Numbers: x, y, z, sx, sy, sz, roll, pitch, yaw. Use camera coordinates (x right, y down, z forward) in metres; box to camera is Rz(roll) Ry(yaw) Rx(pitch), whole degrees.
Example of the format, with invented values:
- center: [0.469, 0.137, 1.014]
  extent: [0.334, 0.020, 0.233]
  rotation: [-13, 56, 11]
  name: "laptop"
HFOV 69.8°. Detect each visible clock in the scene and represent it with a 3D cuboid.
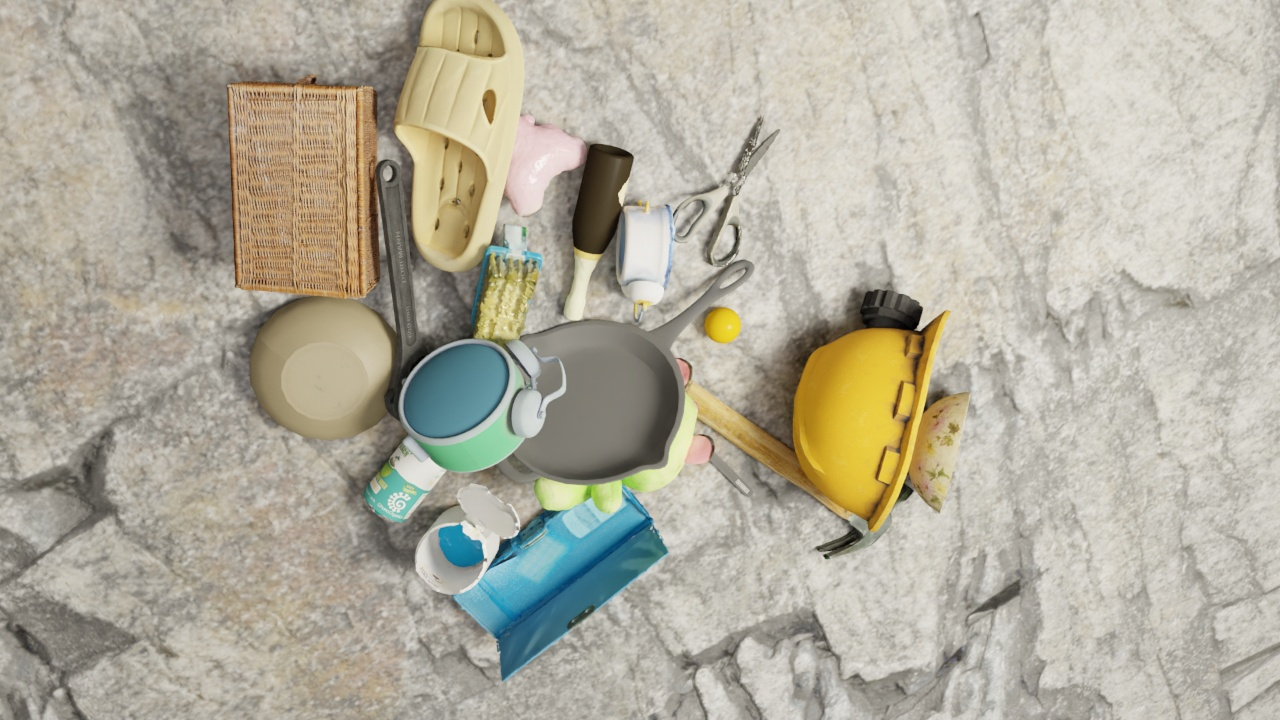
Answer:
- center: [-0.149, 0.039, 0.895]
  extent: [0.162, 0.121, 0.075]
  rotation: [-18, 141, 7]
  name: "clock"
- center: [0.004, -0.101, 0.941]
  extent: [0.052, 0.089, 0.125]
  rotation: [2, 99, -9]
  name: "clock"

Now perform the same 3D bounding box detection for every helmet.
- center: [0.237, 0.047, 1.009]
  extent: [0.131, 0.205, 0.255]
  rotation: [18, 76, 10]
  name: "helmet"

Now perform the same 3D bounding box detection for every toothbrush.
- center: [0.079, 0.107, 1.067]
  extent: [0.013, 0.013, 0.167]
  rotation: [-44, 114, 1]
  name: "toothbrush"

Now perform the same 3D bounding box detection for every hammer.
- center: [0.171, 0.123, 1.085]
  extent: [0.330, 0.033, 0.132]
  rotation: [35, 97, -20]
  name: "hammer"

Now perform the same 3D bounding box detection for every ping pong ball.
- center: [0.091, -0.039, 1.008]
  extent: [0.040, 0.040, 0.040]
  rotation: [-4, 107, -13]
  name: "ping pong ball"

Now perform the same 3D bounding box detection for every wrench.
- center: [-0.233, -0.060, 0.902]
  extent: [0.072, 0.018, 0.273]
  rotation: [-31, 128, -48]
  name: "wrench"

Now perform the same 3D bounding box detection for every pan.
- center: [-0.006, 0.005, 0.960]
  extent: [0.353, 0.216, 0.024]
  rotation: [-41, 153, -18]
  name: "pan"

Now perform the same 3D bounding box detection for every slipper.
- center: [-0.176, -0.206, 0.852]
  extent: [0.111, 0.079, 0.262]
  rotation: [14, 109, 15]
  name: "slipper"

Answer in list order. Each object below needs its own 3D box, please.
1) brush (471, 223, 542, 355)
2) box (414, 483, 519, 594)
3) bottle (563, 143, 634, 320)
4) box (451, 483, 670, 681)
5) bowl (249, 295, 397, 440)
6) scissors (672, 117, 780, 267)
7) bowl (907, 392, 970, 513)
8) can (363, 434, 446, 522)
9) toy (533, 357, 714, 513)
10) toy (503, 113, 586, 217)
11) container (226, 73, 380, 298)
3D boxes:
- center: [-0.140, -0.064, 0.928]
  extent: [0.055, 0.075, 0.136]
  rotation: [8, 136, -16]
  name: "brush"
- center: [-0.175, 0.176, 0.952]
  extent: [0.084, 0.147, 0.136]
  rotation: [44, 92, -3]
  name: "box"
- center: [-0.050, -0.126, 0.939]
  extent: [0.045, 0.045, 0.185]
  rotation: [8, 116, -16]
  name: "bottle"
- center: [-0.091, 0.232, 1.009]
  extent: [0.231, 0.112, 0.094]
  rotation: [-37, 112, -1]
  name: "box"
- center: [-0.314, 0.014, 0.919]
  extent: [0.152, 0.050, 0.152]
  rotation: [-4, 108, -13]
  name: "bowl"
- center: [0.100, -0.174, 0.983]
  extent: [0.164, 0.012, 0.150]
  rotation: [-29, 118, -16]
  name: "scissors"
- center: [0.343, 0.102, 1.086]
  extent: [0.063, 0.145, 0.145]
  rotation: [15, 106, 20]
  name: "bowl"
- center: [-0.242, 0.118, 0.967]
  extent: [0.055, 0.055, 0.101]
  rotation: [37, 95, -21]
  name: "can"
- center: [-0.025, 0.089, 0.981]
  extent: [0.196, 0.150, 0.107]
  rotation: [-10, 146, -12]
  name: "toy"
- center: [-0.113, -0.203, 0.901]
  extent: [0.096, 0.053, 0.099]
  rotation: [44, 84, -16]
  name: "toy"
- center: [-0.301, -0.157, 0.836]
  extent: [0.112, 0.113, 0.199]
  rotation: [2, 104, -10]
  name: "container"
